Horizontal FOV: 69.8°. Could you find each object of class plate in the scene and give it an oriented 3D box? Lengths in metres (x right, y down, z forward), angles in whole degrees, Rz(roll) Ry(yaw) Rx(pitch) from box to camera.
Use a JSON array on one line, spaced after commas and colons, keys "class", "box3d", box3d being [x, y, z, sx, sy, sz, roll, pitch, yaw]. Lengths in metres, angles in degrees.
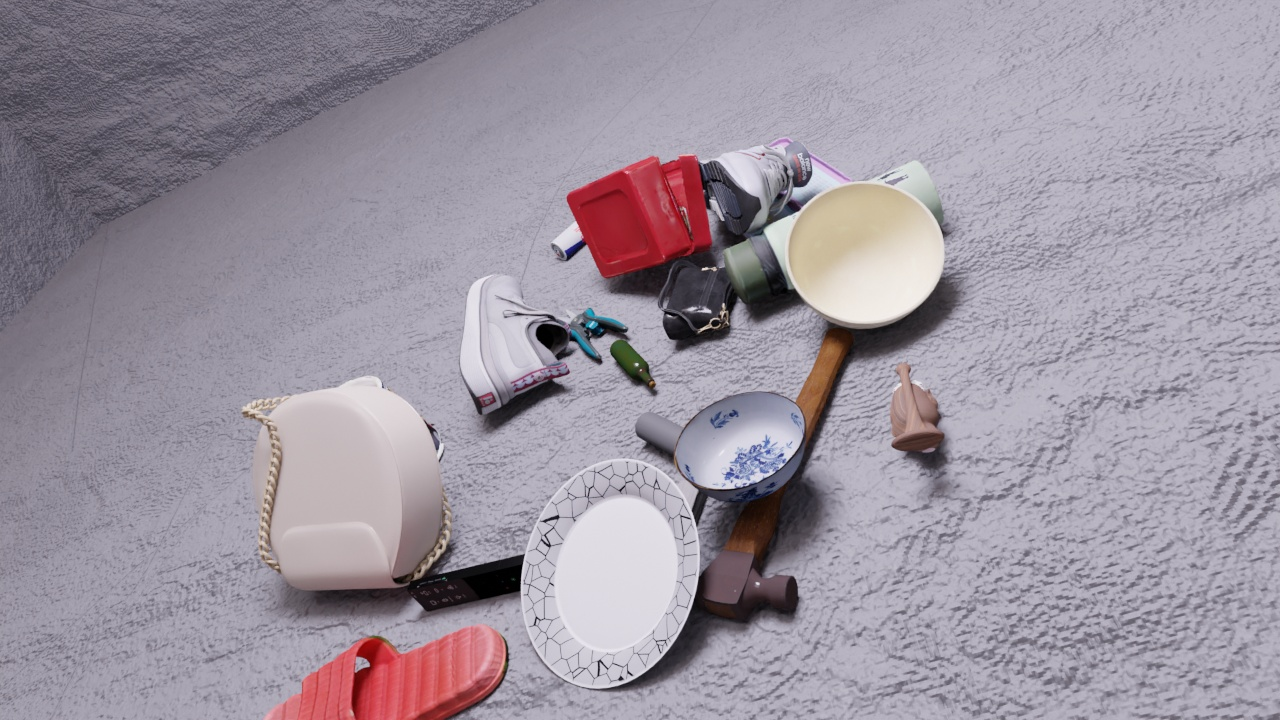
[{"class": "plate", "box3d": [-0.025, 0.177, 0.773, 0.189, 0.016, 0.188, -17, 60, 33]}]

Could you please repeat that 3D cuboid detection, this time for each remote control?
[{"class": "remote control", "box3d": [0.027, 0.161, 0.808, 0.033, 0.013, 0.136, -8, 41, 33]}, {"class": "remote control", "box3d": [-0.149, 0.208, 0.863, 0.150, 0.034, 0.013, -17, 35, 20]}]

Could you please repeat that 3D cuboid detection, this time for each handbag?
[{"class": "handbag", "box3d": [0.070, -0.071, 1.049, 0.079, 0.054, 0.128, -8, 36, 24]}, {"class": "handbag", "box3d": [-0.309, 0.132, 0.944, 0.211, 0.208, 0.103, -9, 0, 29]}]

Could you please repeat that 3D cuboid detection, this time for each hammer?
[{"class": "hammer", "box3d": [0.128, 0.086, 0.814, 0.115, 0.033, 0.321, 0, 43, 36]}]

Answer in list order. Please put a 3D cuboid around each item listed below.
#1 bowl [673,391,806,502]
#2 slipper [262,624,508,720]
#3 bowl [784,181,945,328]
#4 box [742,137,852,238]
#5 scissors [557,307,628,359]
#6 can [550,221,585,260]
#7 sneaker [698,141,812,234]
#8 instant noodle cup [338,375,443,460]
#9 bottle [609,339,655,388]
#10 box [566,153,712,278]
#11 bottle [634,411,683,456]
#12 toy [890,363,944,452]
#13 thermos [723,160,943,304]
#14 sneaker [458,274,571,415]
[{"class": "bowl", "box3d": [0.089, 0.081, 0.777, 0.114, 0.045, 0.114, -17, 36, 13]}, {"class": "slipper", "box3d": [-0.237, 0.290, 0.803, 0.249, 0.059, 0.103, -23, 33, 9]}, {"class": "bowl", "box3d": [0.220, -0.095, 0.916, 0.151, 0.075, 0.150, -3, 72, 8]}, {"class": "box", "box3d": [0.169, -0.222, 1.190, 0.151, 0.035, 0.214, -25, 33, -3]}, {"class": "scissors", "box3d": [-0.062, -0.039, 1.140, 0.148, 0.019, 0.123, -15, 40, 33]}, {"class": "can", "box3d": [-0.089, -0.189, 1.349, 0.095, 0.032, 0.032, -45, 35, -21]}, {"class": "sneaker", "box3d": [0.144, -0.218, 1.084, 0.124, 0.089, 0.239, -19, 20, -3]}, {"class": "instant noodle cup", "box3d": [-0.319, 0.091, 1.083, 0.137, 0.112, 0.137, -20, 35, 15]}, {"class": "bottle", "box3d": [-0.006, 0.006, 1.030, 0.025, 0.025, 0.106, -34, 33, -6]}, {"class": "box", "box3d": [-0.004, -0.176, 1.137, 0.110, 0.134, 0.158, -19, 7, -35]}, {"class": "bottle", "box3d": [0.039, 0.080, 0.890, 0.030, 0.030, 0.113, -43, 35, -18]}, {"class": "toy", "box3d": [0.227, 0.048, 0.762, 0.042, 0.055, 0.101, -14, 33, 17]}, {"class": "thermos", "box3d": [0.205, -0.132, 0.998, 0.231, 0.082, 0.082, -24, 33, 6]}, {"class": "sneaker", "box3d": [-0.149, -0.040, 1.156, 0.129, 0.097, 0.262, -14, 34, 4]}]
